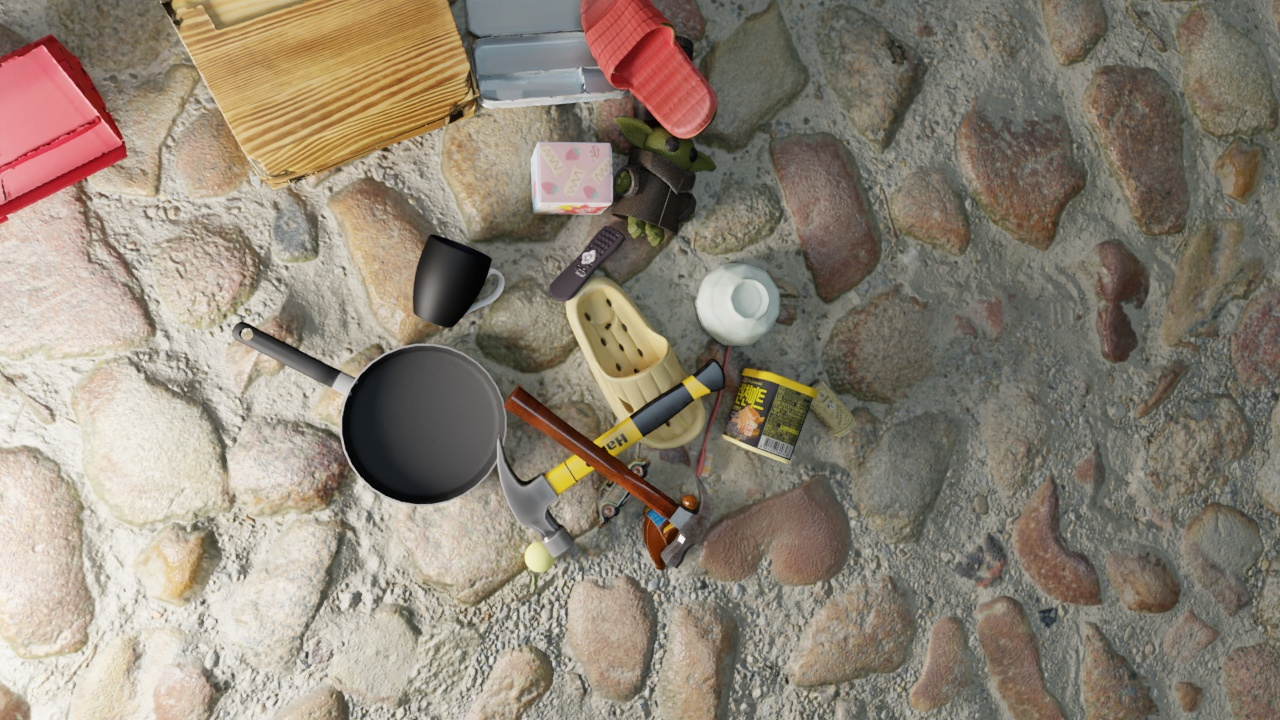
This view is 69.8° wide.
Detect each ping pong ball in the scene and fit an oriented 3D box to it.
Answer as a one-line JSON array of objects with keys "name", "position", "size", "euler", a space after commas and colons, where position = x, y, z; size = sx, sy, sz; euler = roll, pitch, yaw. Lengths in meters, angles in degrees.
[{"name": "ping pong ball", "position": [-0.131, 0.256, 1.198], "size": [0.040, 0.040, 0.040], "euler": [0, 90, -11]}]

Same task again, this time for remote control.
[{"name": "remote control", "position": [-0.073, -0.127, 1.208], "size": [0.124, 0.046, 0.009], "euler": [-48, 138, -7]}]

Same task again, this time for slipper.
[{"name": "slipper", "position": [-0.001, -0.384, 1.144], "size": [0.104, 0.059, 0.248], "euler": [-38, 79, 19]}, {"name": "slipper", "position": [-0.007, 0.007, 1.205], "size": [0.111, 0.079, 0.261], "euler": [-33, 96, -6]}]

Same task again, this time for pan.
[{"name": "pan", "position": [-0.339, 0.045, 1.153], "size": [0.355, 0.044, 0.204], "euler": [29, 85, -10]}]

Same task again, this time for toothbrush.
[{"name": "toothbrush", "position": [0.104, 0.068, 1.258], "size": [0.015, 0.015, 0.184], "euler": [13, 87, -11]}]

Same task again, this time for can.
[{"name": "can", "position": [0.262, 0.066, 1.277], "size": [0.038, 0.038, 0.079], "euler": [-43, 98, -8]}, {"name": "can", "position": [0.167, 0.072, 1.213], "size": [0.072, 0.131, 0.101], "euler": [21, 89, -11]}]

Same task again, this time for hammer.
[{"name": "hammer", "position": [-0.033, 0.097, 1.164], "size": [0.324, 0.034, 0.170], "euler": [-34, 100, 0]}, {"name": "hammer", "position": [-0.039, 0.130, 1.139], "size": [0.300, 0.028, 0.111], "euler": [37, 92, -10]}]

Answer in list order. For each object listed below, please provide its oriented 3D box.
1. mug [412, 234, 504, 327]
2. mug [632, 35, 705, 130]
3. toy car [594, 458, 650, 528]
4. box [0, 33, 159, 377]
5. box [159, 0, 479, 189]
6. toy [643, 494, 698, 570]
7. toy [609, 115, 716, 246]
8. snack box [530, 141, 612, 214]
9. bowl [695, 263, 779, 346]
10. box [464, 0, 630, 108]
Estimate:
[{"name": "mug", "position": [-0.231, -0.093, 1.164], "size": [0.118, 0.085, 0.100], "euler": [16, 101, -41]}, {"name": "mug", "position": [0.043, -0.362, 1.218], "size": [0.115, 0.080, 0.107], "euler": [0, 91, -38]}, {"name": "toy car", "position": [-0.032, 0.168, 1.215], "size": [0.047, 0.047, 0.112], "euler": [36, 88, 9]}, {"name": "box", "position": [-0.650, -0.158, 0.968], "size": [0.214, 0.138, 0.467], "euler": [-30, 63, -10]}, {"name": "box", "position": [-0.347, -0.348, 1.044], "size": [0.279, 0.264, 0.269], "euler": [-24, 97, -12]}, {"name": "toy", "position": [0.049, 0.233, 1.239], "size": [0.090, 0.070, 0.103], "euler": [-15, 116, -24]}, {"name": "toy", "position": [0.024, -0.230, 1.197], "size": [0.179, 0.078, 0.153], "euler": [16, 93, -40]}, {"name": "snack box", "position": [-0.089, -0.231, 1.177], "size": [0.094, 0.093, 0.079], "euler": [-2, 91, -12]}, {"name": "bowl", "position": [0.138, -0.079, 1.237], "size": [0.117, 0.061, 0.117], "euler": [1, 86, -12]}, {"name": "box", "position": [-0.123, -0.427, 1.205], "size": [0.209, 0.038, 0.190], "euler": [-10, 85, -12]}]
